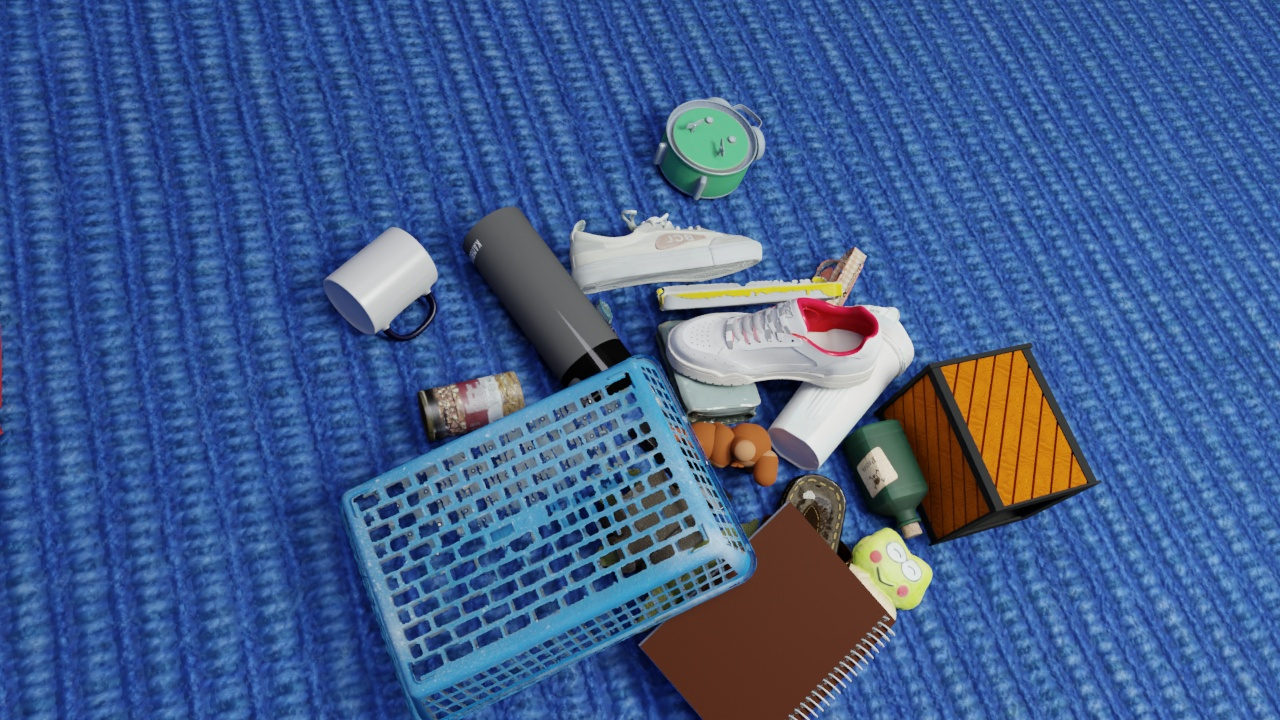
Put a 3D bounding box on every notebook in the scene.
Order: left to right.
[{"bbox_3d":[0.131,0.275,0.912,0.208,0.022,0.171,-41,87,-14],"label":"notebook"}]

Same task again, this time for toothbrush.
[{"bbox_3d":[-0.006,0.006,1.076,0.016,0.017,0.189,-19,69,-30],"label":"toothbrush"}]

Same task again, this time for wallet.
[{"bbox_3d":[0.077,0.013,1.075,0.100,0.054,0.131,-2,62,-23],"label":"wallet"}]

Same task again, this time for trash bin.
[{"bbox_3d":[0.391,0.097,1.056,0.139,0.140,0.171,-11,67,-18],"label":"trash bin"}]

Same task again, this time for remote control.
[{"bbox_3d":[0.045,0.118,1.035,0.136,0.015,0.032,44,63,10],"label":"remote control"}]

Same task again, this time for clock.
[{"bbox_3d":[0.101,-0.292,1.216,0.122,0.075,0.161,43,62,9],"label":"clock"}]

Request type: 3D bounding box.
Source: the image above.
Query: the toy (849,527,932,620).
[{"bbox_3d":[0.262,0.244,1.008,0.115,0.046,0.092,-38,81,-18],"label":"toy"}]

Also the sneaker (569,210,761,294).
[{"bbox_3d":[0.030,-0.142,1.114,0.242,0.090,0.090,-8,82,-13],"label":"sneaker"}]

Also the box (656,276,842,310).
[{"bbox_3d":[0.125,-0.079,1.078,0.209,0.129,0.036,-4,101,1],"label":"box"}]

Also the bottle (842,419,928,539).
[{"bbox_3d":[0.288,0.140,1.055,0.061,0.061,0.131,-10,67,-20],"label":"bottle"}]

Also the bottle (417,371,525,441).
[{"bbox_3d":[-0.182,0.049,0.991,0.105,0.056,0.056,-13,68,-19],"label":"bottle"}]

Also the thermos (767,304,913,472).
[{"bbox_3d":[0.240,0.026,1.083,0.099,0.099,0.219,40,65,7],"label":"thermos"}]

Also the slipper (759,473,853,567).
[{"bbox_3d":[0.161,0.232,0.971,0.113,0.076,0.267,27,61,1],"label":"slipper"}]

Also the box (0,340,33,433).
[{"bbox_3d":[-0.741,0.004,0.883,0.214,0.164,0.153,-10,111,-17],"label":"box"}]

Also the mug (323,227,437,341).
[{"bbox_3d":[-0.279,-0.076,1.025,0.096,0.079,0.112,-47,110,-28],"label":"mug"}]

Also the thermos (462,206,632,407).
[{"bbox_3d":[-0.103,-0.060,1.049,0.082,0.082,0.240,-31,75,-25],"label":"thermos"}]

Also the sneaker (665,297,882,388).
[{"bbox_3d":[0.147,-0.032,1.008,0.236,0.104,0.090,5,57,4],"label":"sneaker"}]

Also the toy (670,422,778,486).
[{"bbox_3d":[0.087,0.099,1.019,0.127,0.095,0.065,7,94,-10],"label":"toy"}]

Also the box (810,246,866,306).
[{"bbox_3d":[0.222,-0.065,1.138,0.042,0.083,0.186,38,59,-8],"label":"box"}]

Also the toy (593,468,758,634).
[{"bbox_3d":[0.023,0.184,0.961,0.179,0.078,0.152,-36,81,-23],"label":"toy"}]

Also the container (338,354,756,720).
[{"bbox_3d":[-0.100,0.160,0.877,0.362,0.089,0.257,-25,72,-4],"label":"container"}]
